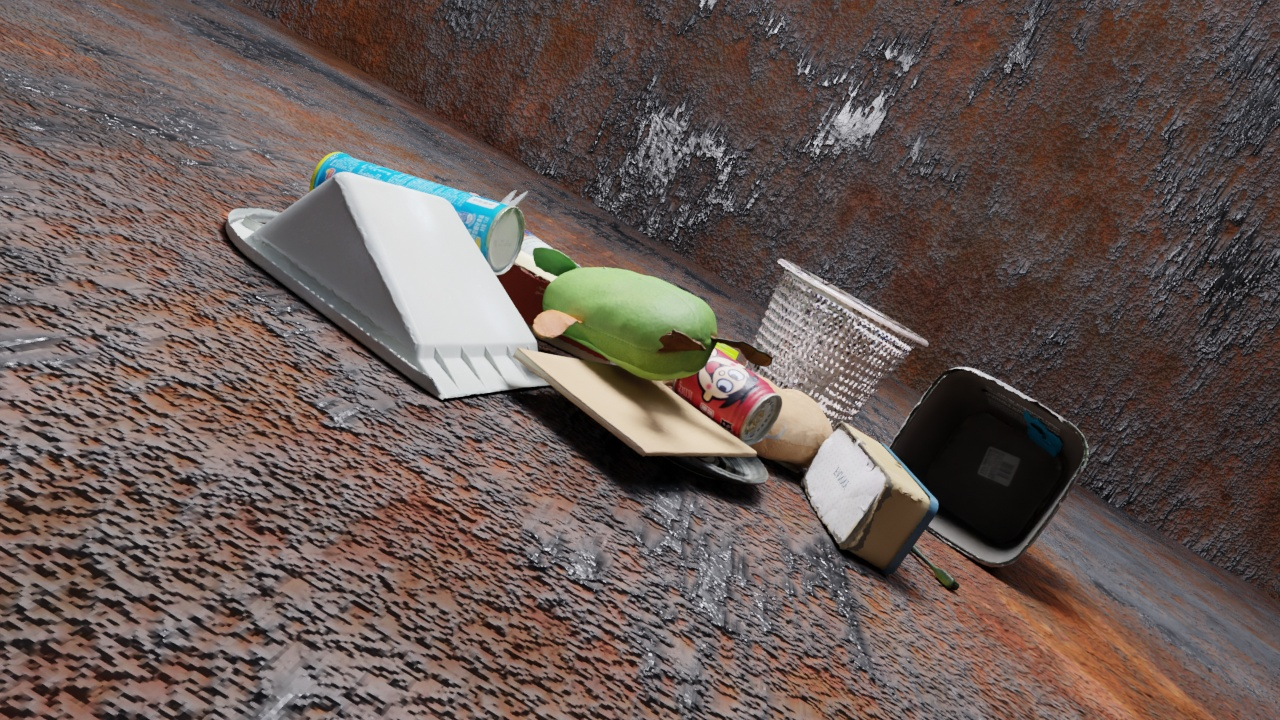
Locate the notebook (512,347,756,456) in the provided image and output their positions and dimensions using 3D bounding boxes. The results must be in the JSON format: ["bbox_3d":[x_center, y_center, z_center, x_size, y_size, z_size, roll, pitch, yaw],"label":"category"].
[{"bbox_3d":[0.003,0.042,0.802,0.149,0.012,0.211,35,12,28],"label":"notebook"}]

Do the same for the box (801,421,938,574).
[{"bbox_3d":[0.218,0.130,0.888,0.061,0.090,0.184,28,14,-12],"label":"box"}]

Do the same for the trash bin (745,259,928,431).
[{"bbox_3d":[0.239,-0.002,1.242,0.227,0.192,0.227,28,12,-7],"label":"trash bin"}]

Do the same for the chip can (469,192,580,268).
[{"bbox_3d":[-0.162,-0.135,1.138,0.215,0.071,0.071,37,13,35],"label":"chip can"}]

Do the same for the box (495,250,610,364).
[{"bbox_3d":[-0.096,-0.069,0.991,0.168,0.080,0.091,26,13,-22],"label":"box"}]

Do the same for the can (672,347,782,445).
[{"bbox_3d":[0.086,0.035,0.909,0.094,0.066,0.066,37,13,31],"label":"can"}]

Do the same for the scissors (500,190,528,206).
[{"bbox_3d":[-0.192,-0.166,1.108,0.146,0.014,0.171,-8,42,-12],"label":"scissors"}]

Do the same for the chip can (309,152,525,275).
[{"bbox_3d":[-0.223,-0.147,0.914,0.210,0.071,0.071,19,8,17],"label":"chip can"}]

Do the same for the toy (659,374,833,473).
[{"bbox_3d":[0.111,0.053,1.001,0.226,0.082,0.143,22,9,-22],"label":"toy"}]

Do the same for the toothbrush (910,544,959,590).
[{"bbox_3d":[0.278,0.187,0.982,0.017,0.012,0.186,30,9,-30],"label":"toothbrush"}]

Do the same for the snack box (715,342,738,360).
[{"bbox_3d":[0.102,-0.014,1.384,0.086,0.026,0.156,31,11,4],"label":"snack box"}]

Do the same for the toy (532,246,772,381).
[{"bbox_3d":[-0.004,-0.036,0.863,0.226,0.090,0.247,0,18,-46],"label":"toy"}]

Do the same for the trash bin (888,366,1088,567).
[{"bbox_3d":[0.446,0.140,1.181,0.199,0.199,0.219,36,7,27],"label":"trash bin"}]

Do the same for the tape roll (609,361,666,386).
[{"bbox_3d":[-0.006,0.006,1.054,0.086,0.014,0.085,28,11,-6],"label":"tape roll"}]

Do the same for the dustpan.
[{"bbox_3d":[-0.222,-0.054,0.787,0.257,0.143,0.222,62,18,8],"label":"dustpan"}]

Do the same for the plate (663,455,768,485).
[{"bbox_3d":[0.038,0.071,0.859,0.179,0.024,0.179,29,10,-6],"label":"plate"}]
